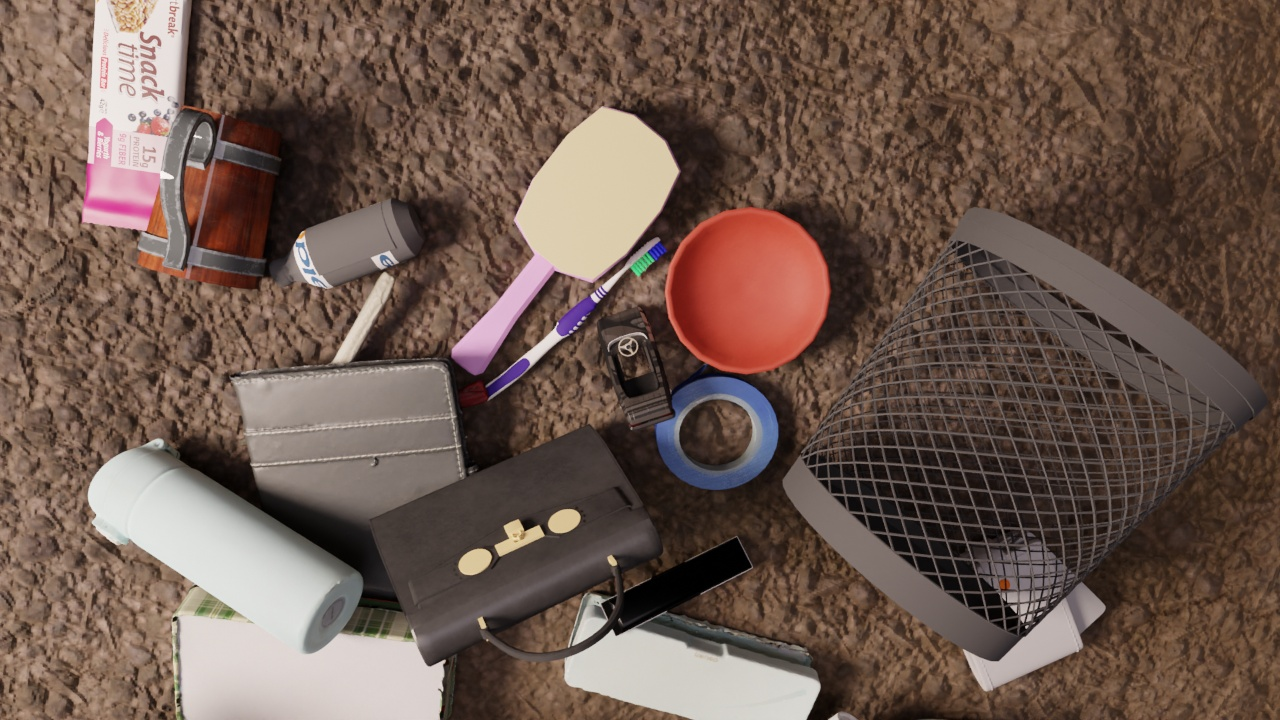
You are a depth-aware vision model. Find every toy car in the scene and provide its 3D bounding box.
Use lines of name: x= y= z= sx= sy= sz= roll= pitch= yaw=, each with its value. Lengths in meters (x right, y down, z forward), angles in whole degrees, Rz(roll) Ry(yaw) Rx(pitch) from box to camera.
toy car: x=-0.004 y=0.004 z=0.680 sx=0.040 sy=0.037 sz=0.092 roll=-18 pitch=67 yaw=2

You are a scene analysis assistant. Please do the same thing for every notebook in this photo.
notebook: x=-0.205 y=0.102 z=0.694 sx=0.169 sy=0.029 sz=0.209 roll=-4 pitch=110 yaw=0

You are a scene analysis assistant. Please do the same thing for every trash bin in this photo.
trash bin: x=0.242 y=0.053 z=0.628 sx=0.218 sy=0.217 sz=0.227 roll=35 pitch=100 yaw=-7

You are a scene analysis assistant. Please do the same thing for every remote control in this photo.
remote control: x=0.030 y=0.174 z=0.711 sx=0.124 sy=0.012 sz=0.028 roll=-22 pitch=75 yaw=-19

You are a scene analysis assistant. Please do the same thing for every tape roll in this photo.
tape roll: x=0.059 y=0.055 z=0.715 sx=0.093 sy=0.016 sz=0.091 roll=41 pitch=95 yaw=-8

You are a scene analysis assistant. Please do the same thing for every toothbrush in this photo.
toothbrush: x=-0.054 y=-0.028 z=0.697 sx=0.187 sy=0.015 sz=0.016 roll=-41 pitch=92 yaw=5

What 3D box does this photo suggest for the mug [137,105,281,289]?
mug: x=-0.296 y=-0.112 z=0.624 sx=0.081 sy=0.117 sz=0.111 roll=14 pitch=95 yaw=-5

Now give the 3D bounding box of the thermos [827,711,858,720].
thermos: x=0.096 y=0.369 z=0.717 sx=0.099 sy=0.099 sz=0.221 roll=43 pitch=103 yaw=-8

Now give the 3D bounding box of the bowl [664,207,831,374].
bowl: x=0.078 y=-0.053 z=0.689 sx=0.122 sy=0.035 sz=0.122 roll=0 pitch=99 yaw=-2

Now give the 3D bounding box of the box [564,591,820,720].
box: x=0.040 y=0.249 z=0.731 sx=0.199 sy=0.067 sz=0.083 roll=16 pitch=79 yaw=-6

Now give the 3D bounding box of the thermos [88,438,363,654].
thermos: x=-0.301 y=0.131 z=0.659 sx=0.207 sy=0.065 sz=0.077 roll=27 pitch=68 yaw=14

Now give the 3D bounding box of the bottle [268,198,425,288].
bottle: x=-0.214 y=-0.081 z=0.666 sx=0.112 sy=0.047 sz=0.047 roll=-19 pitch=99 yaw=1

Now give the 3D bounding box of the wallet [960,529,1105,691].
wallet: x=0.309 y=0.194 z=0.739 sx=0.115 sy=0.037 sz=0.118 roll=-25 pitch=103 yaw=2

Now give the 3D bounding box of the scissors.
scissors: x=-0.210 y=0.020 z=0.691 sx=0.198 sy=0.015 sz=0.179 roll=2 pitch=107 yaw=0

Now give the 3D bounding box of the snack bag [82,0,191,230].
snack bag: x=-0.360 y=-0.193 z=0.657 sx=0.070 sy=0.016 sz=0.196 roll=8 pitch=99 yaw=-5

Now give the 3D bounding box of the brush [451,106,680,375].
brush: x=-0.063 y=-0.081 z=0.674 sx=0.089 sy=0.043 sz=0.229 roll=38 pitch=95 yaw=-8

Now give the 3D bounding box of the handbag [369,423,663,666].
handbag: x=-0.072 y=0.139 z=0.608 sx=0.175 sy=0.196 sz=0.072 roll=-23 pitch=113 yaw=-14

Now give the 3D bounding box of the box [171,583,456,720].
box: x=-0.245 y=0.233 z=0.702 sx=0.205 sy=0.050 sz=0.118 roll=6 pitch=112 yaw=-4
